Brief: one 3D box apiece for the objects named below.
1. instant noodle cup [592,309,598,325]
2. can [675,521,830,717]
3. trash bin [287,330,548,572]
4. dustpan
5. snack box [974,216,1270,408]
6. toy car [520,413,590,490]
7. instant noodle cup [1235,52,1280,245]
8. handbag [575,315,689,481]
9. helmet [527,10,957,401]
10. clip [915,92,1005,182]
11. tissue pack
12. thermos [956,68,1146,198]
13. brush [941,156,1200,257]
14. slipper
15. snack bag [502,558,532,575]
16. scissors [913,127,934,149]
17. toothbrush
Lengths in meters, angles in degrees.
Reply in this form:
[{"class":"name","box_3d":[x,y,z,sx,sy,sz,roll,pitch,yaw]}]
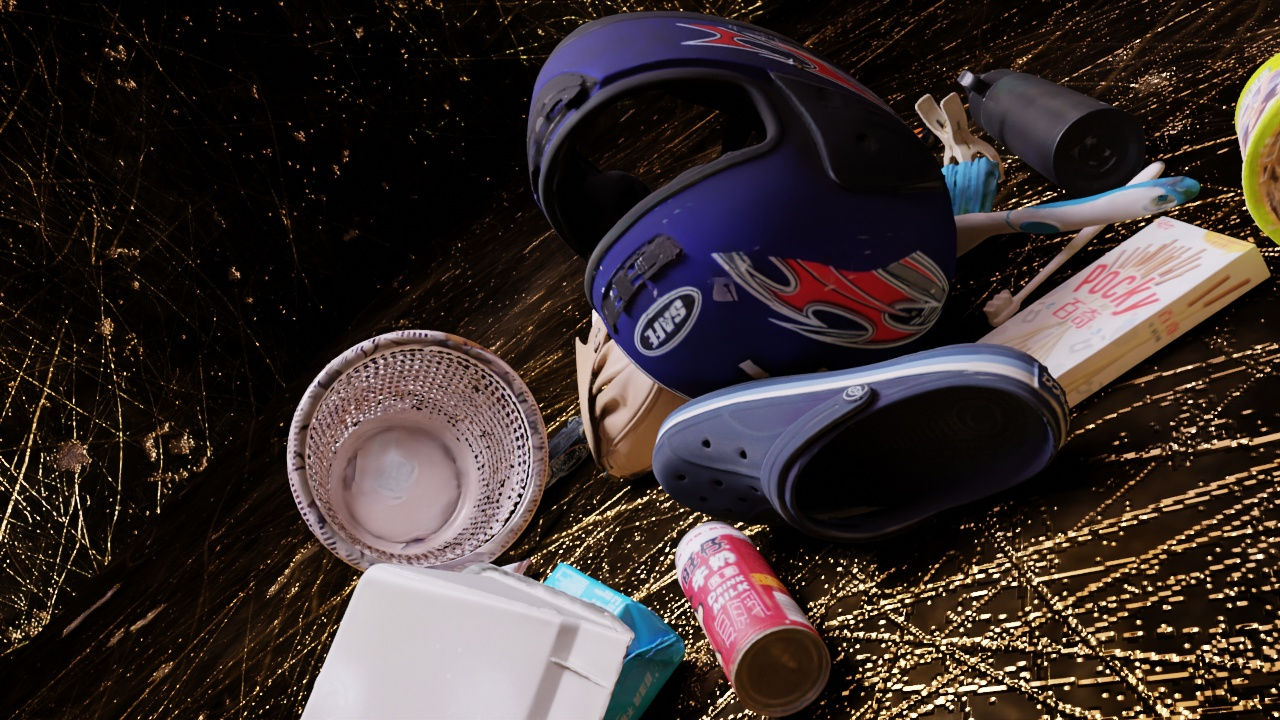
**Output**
[{"class":"instant noodle cup","box_3d":[0.015,-0.064,1.001,0.124,0.116,0.116,-46,18,14]},{"class":"can","box_3d":[0.059,0.143,0.531,0.053,0.053,0.132,-38,19,0]},{"class":"trash bin","box_3d":[-0.222,0.105,0.894,0.227,0.227,0.193,-48,4,-25]},{"class":"dustpan","box_3d":[-0.109,0.234,0.566,0.258,0.142,0.222,13,77,35]},{"class":"snack box","box_3d":[0.281,-0.025,0.559,0.157,0.027,0.084,-36,19,8]},{"class":"toy car","box_3d":[-0.078,0.094,0.915,0.105,0.031,0.049,-43,18,-10]},{"class":"instant noodle cup","box_3d":[0.383,-0.127,0.501,0.112,0.112,0.123,-26,16,32]},{"class":"handbag","box_3d":[-0.005,0.005,0.830,0.148,0.099,0.204,-56,23,21]},{"class":"helmet","box_3d":[0.071,-0.085,0.650,0.248,0.315,0.239,-50,33,46]},{"class":"clip","box_3d":[0.285,-0.193,0.815,0.035,0.100,0.074,-37,18,-2]},{"class":"tissue pack","box_3d":[-0.037,0.188,0.583,0.089,0.063,0.140,-50,21,-18]},{"class":"thermos","box_3d":[0.333,-0.206,0.783,0.242,0.090,0.069,-87,20,-65]},{"class":"brush","box_3d":[0.269,-0.114,0.709,0.315,0.060,0.109,-21,42,53]},{"class":"slipper","box_3d":[0.117,0.064,0.537,0.253,0.105,0.095,-16,26,35]},{"class":"snack bag","box_3d":[-0.137,0.199,0.794,0.106,0.026,0.045,-22,21,33]},{"class":"scissors","box_3d":[0.229,-0.203,1.051,0.236,0.022,0.138,-21,15,43]},{"class":"toothbrush","box_3d":[0.312,-0.087,0.657,0.180,0.016,0.016,-41,22,-7]}]
